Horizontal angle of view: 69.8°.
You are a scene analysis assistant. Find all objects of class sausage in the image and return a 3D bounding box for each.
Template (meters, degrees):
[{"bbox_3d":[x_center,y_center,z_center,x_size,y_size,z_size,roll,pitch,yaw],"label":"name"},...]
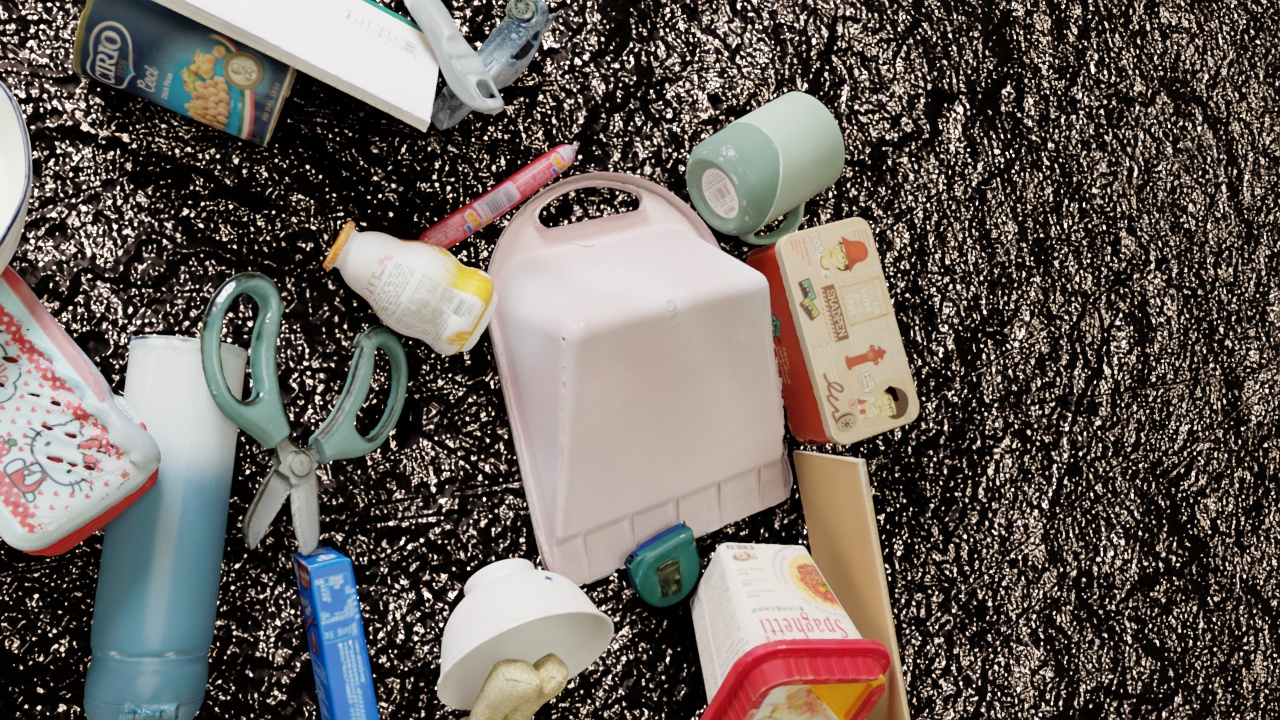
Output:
[{"bbox_3d":[-0.100,-0.117,0.661,0.155,0.020,0.020,-39,102,-24],"label":"sausage"}]

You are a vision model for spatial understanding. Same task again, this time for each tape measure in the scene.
[{"bbox_3d":[0.019,0.154,0.679,0.058,0.025,0.054,-25,115,-20],"label":"tape measure"}]

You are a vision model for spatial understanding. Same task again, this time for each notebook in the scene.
[{"bbox_3d":[-0.222,-0.222,0.562,0.209,0.012,0.150,23,31,-23],"label":"notebook"},{"bbox_3d":[0.157,0.173,0.689,0.008,0.148,0.207,-9,88,-9],"label":"notebook"}]

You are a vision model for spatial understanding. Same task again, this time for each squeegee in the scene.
[{"bbox_3d":[-0.147,-0.249,0.617,0.246,0.039,0.246,-20,69,-25],"label":"squeegee"}]

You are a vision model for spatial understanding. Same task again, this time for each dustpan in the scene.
[{"bbox_3d":[-0.004,0.004,0.703,0.222,0.139,0.274,-14,119,-28],"label":"dustpan"}]

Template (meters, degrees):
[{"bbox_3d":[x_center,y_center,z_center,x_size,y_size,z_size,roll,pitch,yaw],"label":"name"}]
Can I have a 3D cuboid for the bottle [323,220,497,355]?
[{"bbox_3d":[-0.151,-0.050,0.604,0.108,0.063,0.063,29,72,-21],"label":"bottle"}]

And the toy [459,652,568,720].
[{"bbox_3d":[-0.094,0.252,0.580,0.105,0.066,0.157,12,108,-49],"label":"toy"}]

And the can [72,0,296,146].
[{"bbox_3d":[-0.267,-0.185,0.554,0.111,0.075,0.075,20,76,-24],"label":"can"}]

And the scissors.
[{"bbox_3d":[-0.195,0.030,0.568,0.177,0.019,0.174,-12,92,-57],"label":"scissors"}]

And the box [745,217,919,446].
[{"bbox_3d":[0.150,-0.021,0.739,0.091,0.079,0.168,-16,92,-21],"label":"box"}]

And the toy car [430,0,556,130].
[{"bbox_3d":[-0.105,-0.209,0.649,0.037,0.054,0.120,41,69,-15],"label":"toy car"}]

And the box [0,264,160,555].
[{"bbox_3d":[-0.340,0.005,0.478,0.087,0.049,0.201,-41,81,-21],"label":"box"}]

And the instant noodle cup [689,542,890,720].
[{"bbox_3d":[0.095,0.202,0.653,0.116,0.124,0.117,6,126,-21],"label":"instant noodle cup"}]

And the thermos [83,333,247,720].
[{"bbox_3d":[-0.272,0.097,0.526,0.070,0.070,0.220,7,80,-26],"label":"thermos"}]

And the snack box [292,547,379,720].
[{"bbox_3d":[-0.179,0.194,0.552,0.026,0.085,0.157,-10,89,-27],"label":"snack box"}]

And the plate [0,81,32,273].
[{"bbox_3d":[-0.414,-0.080,0.455,0.204,0.046,0.204,5,65,-10],"label":"plate"}]

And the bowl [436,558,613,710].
[{"bbox_3d":[-0.083,0.172,0.606,0.118,0.119,0.064,-6,48,-27],"label":"bowl"}]

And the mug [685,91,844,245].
[{"bbox_3d":[0.099,-0.142,0.735,0.106,0.082,0.112,-34,131,-26],"label":"mug"}]
